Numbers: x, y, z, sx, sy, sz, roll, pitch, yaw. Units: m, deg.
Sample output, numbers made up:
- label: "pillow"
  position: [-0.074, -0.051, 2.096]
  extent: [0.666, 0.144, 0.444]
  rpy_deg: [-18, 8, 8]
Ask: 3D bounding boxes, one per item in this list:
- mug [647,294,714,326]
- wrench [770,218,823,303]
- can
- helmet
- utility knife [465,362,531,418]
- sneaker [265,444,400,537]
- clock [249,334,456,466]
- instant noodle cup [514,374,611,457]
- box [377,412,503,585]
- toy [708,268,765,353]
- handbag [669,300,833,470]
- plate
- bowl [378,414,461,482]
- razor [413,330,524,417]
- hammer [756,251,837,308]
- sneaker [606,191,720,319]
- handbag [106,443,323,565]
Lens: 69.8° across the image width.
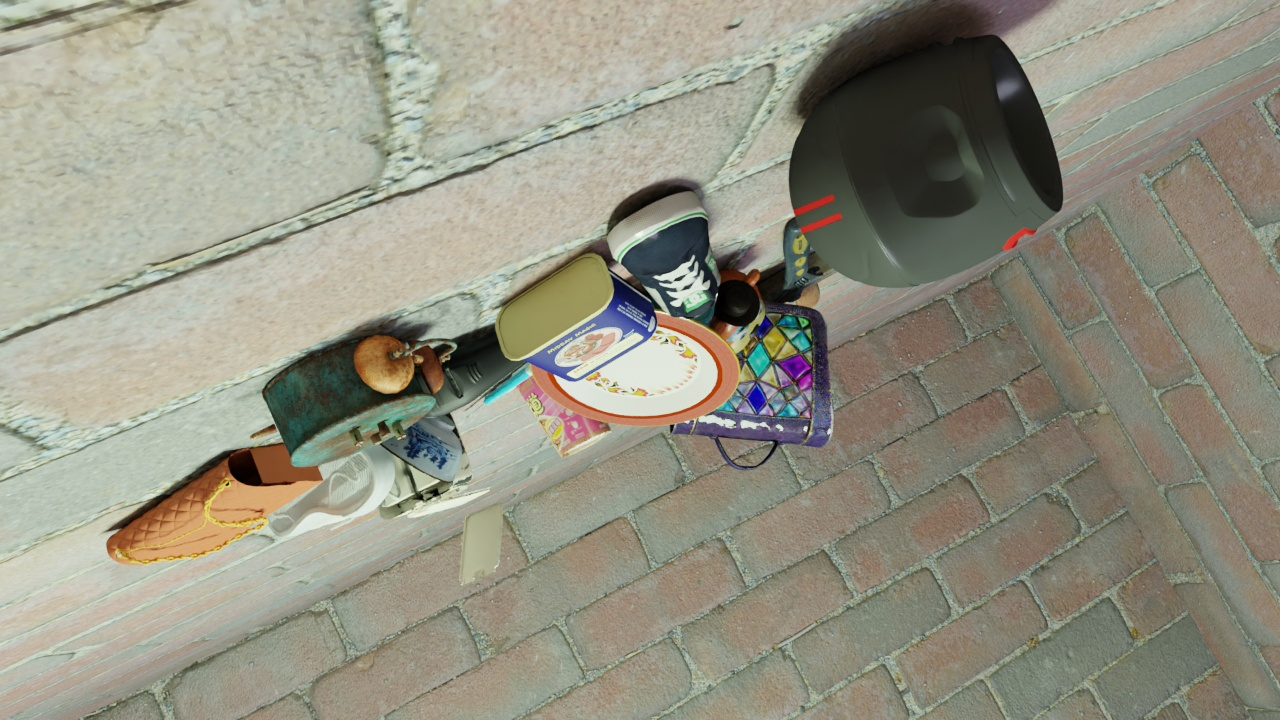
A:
- label: "mug"
  position: [0.020, -0.043, 1.023]
  extent: [0.112, 0.084, 0.104]
  rpy_deg: [8, 150, -22]
- label: "wrench"
  position: [0.195, -0.122, 1.154]
  extent: [0.073, 0.022, 0.273]
  rpy_deg: [-27, 164, 3]
- label: "can"
  position: [-0.053, -0.033, 0.809]
  extent: [0.116, 0.056, 0.092]
  rpy_deg: [-30, 152, 18]
- label: "helmet"
  position: [0.202, -0.141, 0.690]
  extent: [0.170, 0.164, 0.263]
  rpy_deg: [-20, -174, 34]
- label: "utility knife"
  position: [-0.168, 0.036, 1.096]
  extent: [0.152, 0.015, 0.022]
  rpy_deg: [-33, -165, 40]
- label: "sneaker"
  position: [-0.306, 0.122, 0.957]
  extent: [0.090, 0.089, 0.243]
  rpy_deg: [-18, 173, -46]
- label: "clock"
  position: [-0.212, 0.029, 0.724]
  extent: [0.158, 0.073, 0.121]
  rpy_deg: [-30, 171, 10]
- label: "instant noodle cup"
  position: [-0.090, 0.055, 1.128]
  extent: [0.097, 0.108, 0.098]
  rpy_deg: [-27, 171, -5]
- label: "box"
  position: [-0.204, 0.146, 1.009]
  extent: [0.144, 0.193, 0.106]
  rpy_deg: [-26, 172, 39]
- label: "toy"
  position: [0.099, -0.057, 1.105]
  extent: [0.112, 0.096, 0.176]
  rpy_deg: [-55, 169, -7]
- label: "handbag"
  position: [0.149, 0.037, 1.243]
  extent: [0.205, 0.221, 0.125]
  rpy_deg: [5, 168, -2]
- label: "plate"
  position: [-0.006, 0.006, 1.007]
  extent: [0.230, 0.021, 0.230]
  rpy_deg: [3, 146, 2]
- label: "bowl"
  position: [-0.213, 0.065, 0.878]
  extent: [0.045, 0.114, 0.114]
  rpy_deg: [-54, 171, -1]
- label: "razor"
  position: [-0.147, -0.002, 0.854]
  extent: [0.151, 0.054, 0.067]
  rpy_deg: [-33, -160, -20]
- label: "hammer"
  position: [0.247, -0.109, 1.427]
  extent: [0.158, 0.037, 0.300]
  rpy_deg: [-29, 171, 11]
- label: "sneaker"
  position: [0.033, -0.082, 0.801]
  extent: [0.084, 0.079, 0.235]
  rpy_deg: [-28, 171, 7]
- label: "handbag"
  position: [-0.403, 0.143, 0.872]
  extent: [0.172, 0.060, 0.108]
  rpy_deg: [-31, 167, 20]
